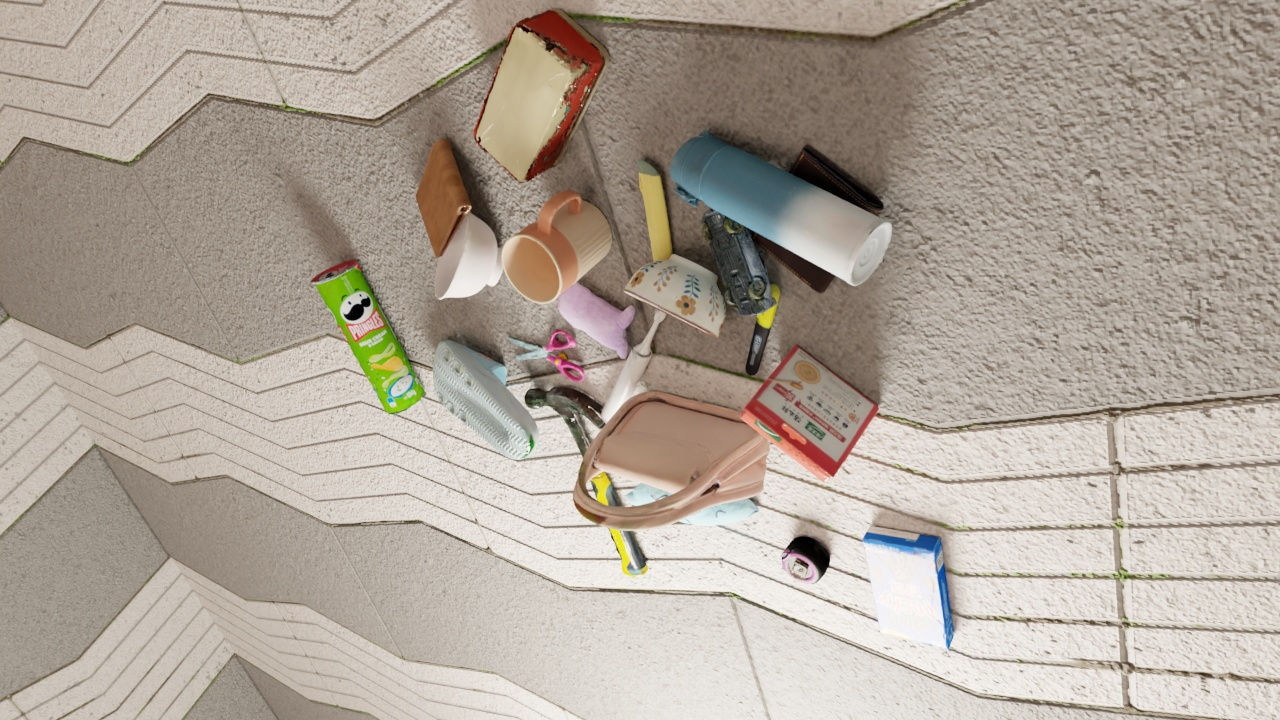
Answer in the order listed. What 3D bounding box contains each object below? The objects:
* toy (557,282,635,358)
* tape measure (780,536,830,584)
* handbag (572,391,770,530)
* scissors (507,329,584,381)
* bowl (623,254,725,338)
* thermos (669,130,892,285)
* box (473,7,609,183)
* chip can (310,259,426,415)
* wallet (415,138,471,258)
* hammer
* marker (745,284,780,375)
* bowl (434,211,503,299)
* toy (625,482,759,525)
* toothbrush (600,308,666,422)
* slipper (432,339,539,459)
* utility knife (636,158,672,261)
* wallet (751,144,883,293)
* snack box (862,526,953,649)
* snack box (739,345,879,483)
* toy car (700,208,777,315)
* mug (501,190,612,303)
[{"bbox_3d":[-0.056,-0.056,1.110,0.108,0.038,0.084,33,137,17],"label":"toy"},{"bbox_3d":[0.205,0.250,1.143,0.057,0.039,0.058,26,134,21],"label":"tape measure"},{"bbox_3d":[0.021,0.125,1.044,0.194,0.233,0.093,11,113,31],"label":"handbag"},{"bbox_3d":[-0.130,-0.018,1.219,0.137,0.017,0.096,22,134,29],"label":"scissors"},{"bbox_3d":[0.045,-0.075,0.985,0.113,0.113,0.062,27,92,20],"label":"bowl"},{"bbox_3d":[0.124,-0.145,0.858,0.220,0.070,0.070,33,138,28],"label":"thermos"},{"bbox_3d":[-0.111,-0.269,0.958,0.091,0.079,0.169,42,138,5],"label":"box"},{"bbox_3d":[-0.405,-0.033,1.383,0.072,0.072,0.236,-2,121,39],"label":"chip can"},{"bbox_3d":[-0.246,-0.198,1.132,0.116,0.020,0.101,-45,59,50],"label":"wallet"},{"bbox_3d":[-0.055,0.177,1.298,0.126,0.031,0.323,0,121,39],"label":"hammer"},{"bbox_3d":[0.131,-0.030,1.000,0.018,0.015,0.124,32,136,24],"label":"marker"},{"bbox_3d":[-0.207,-0.126,1.147,0.064,0.118,0.119,15,145,-25],"label":"bowl"},{"bbox_3d":[0.065,0.180,1.151,0.161,0.049,0.156,1,163,13],"label":"toy"},{"bbox_3d":[-0.007,0.007,1.129,0.026,0.026,0.222,5,140,-19],"label":"toothbrush"},{"bbox_3d":[-0.213,0.047,1.287,0.245,0.074,0.104,37,132,34],"label":"slipper"},{"bbox_3d":[0.018,-0.139,1.003,0.031,0.018,0.173,18,131,32],"label":"utility knife"},{"bbox_3d":[0.167,-0.134,0.889,0.096,0.020,0.123,42,139,12],"label":"wallet"},{"bbox_3d":[0.316,0.268,1.078,0.085,0.026,0.157,4,124,35],"label":"snack box"},{"bbox_3d":[0.172,0.061,0.956,0.113,0.126,0.044,39,138,9],"label":"snack box"},{"bbox_3d":[0.102,-0.104,0.946,0.054,0.036,0.120,-10,106,63],"label":"toy car"},{"bbox_3d":[-0.090,-0.137,1.025,0.082,0.105,0.115,27,135,19],"label":"mug"}]
